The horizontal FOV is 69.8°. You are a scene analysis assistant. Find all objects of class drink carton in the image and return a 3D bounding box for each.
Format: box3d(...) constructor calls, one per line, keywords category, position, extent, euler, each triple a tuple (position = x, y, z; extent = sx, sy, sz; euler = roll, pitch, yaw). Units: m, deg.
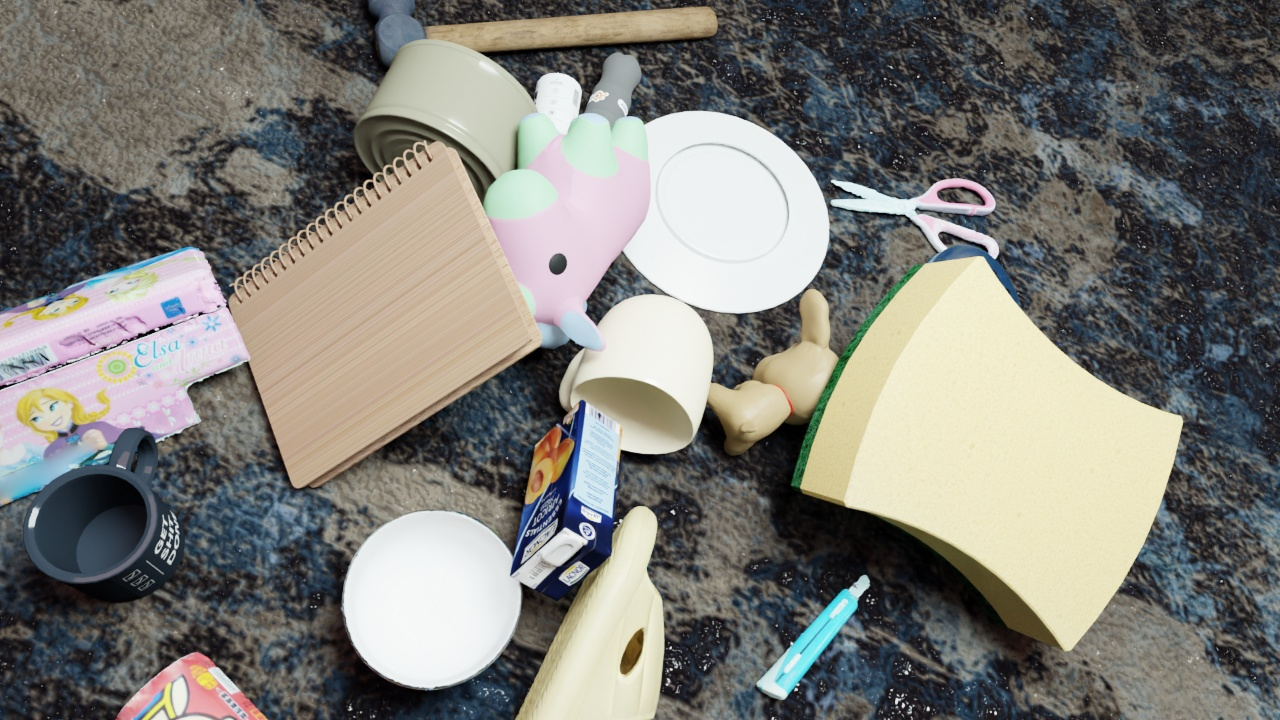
box3d(category="drink carton", position=(-0.049, 0.094, 0.628), extent=(0.040, 0.064, 0.129), euler=(33, 31, -20))

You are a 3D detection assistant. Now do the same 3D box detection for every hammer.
box3d(category="hammer", position=(-0.077, -0.298, 0.838), extent=(0.321, 0.040, 0.129), euler=(-11, 75, -19))

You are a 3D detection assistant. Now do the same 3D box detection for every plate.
box3d(category="plate", position=(0.073, -0.139, 0.816), extent=(0.208, 0.015, 0.208), euler=(5, 67, -12))

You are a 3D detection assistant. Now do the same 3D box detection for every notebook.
box3d(category="notebook", position=(-0.186, -0.033, 0.633), extent=(0.211, 0.022, 0.169), euler=(-31, 73, 18))

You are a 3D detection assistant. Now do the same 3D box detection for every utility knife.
box3d(category="utility knife", position=(0.133, 0.204, 0.687), extent=(0.022, 0.015, 0.124), euler=(29, 58, 33))

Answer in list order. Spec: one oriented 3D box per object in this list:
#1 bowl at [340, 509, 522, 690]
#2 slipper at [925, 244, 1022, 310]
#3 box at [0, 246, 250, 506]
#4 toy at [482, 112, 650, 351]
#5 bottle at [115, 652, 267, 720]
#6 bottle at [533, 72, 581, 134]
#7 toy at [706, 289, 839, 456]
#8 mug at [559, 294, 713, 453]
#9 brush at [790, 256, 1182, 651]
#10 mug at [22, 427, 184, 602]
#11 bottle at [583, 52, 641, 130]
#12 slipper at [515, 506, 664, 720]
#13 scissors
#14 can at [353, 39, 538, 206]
box3d(category="bowl", position=(-0.138, 0.160, 0.610), extent=(0.113, 0.063, 0.113), euler=(5, 67, -12))
box3d(category="slipper", position=(0.279, 0.015, 0.761), extent=(0.105, 0.095, 0.252), euler=(16, 69, -4))
box3d(category="box", position=(-0.394, 0.014, 0.629), extent=(0.230, 0.106, 0.086), euler=(-25, 32, -22))
box3d(category="toy", position=(-0.050, -0.100, 0.701), extent=(0.120, 0.221, 0.171), euler=(7, 105, 23))
box3d(category="bottle", position=(-0.244, 0.245, 0.550), extent=(0.137, 0.062, 0.061), euler=(42, 64, 7))
box3d(category="bottle", position=(-0.077, -0.189, 0.786), extent=(0.041, 0.041, 0.115), euler=(10, 66, -10))
box3d(category="toy", position=(0.109, 0.028, 0.710), extent=(0.108, 0.106, 0.134), euler=(-27, 98, -13))
box3d(category="mug", position=(-0.004, 0.004, 0.699), extent=(0.120, 0.096, 0.099), euler=(-4, 47, 28))
box3d(category="brush", position=(0.256, 0.068, 0.671), extent=(0.250, 0.075, 0.195), euler=(34, 81, -16))
box3d(category="mug", position=(-0.331, 0.095, 0.582), extent=(0.071, 0.078, 0.105), euler=(10, 65, -10))
box3d(category="bottle", position=(-0.029, -0.224, 0.815), extent=(0.036, 0.036, 0.109), euler=(20, 64, -5))
box3d(category="slipper", position=(-0.030, 0.219, 0.587), extent=(0.079, 0.111, 0.260), euler=(27, 68, 1))
box3d(category="scissors", position=(0.256, -0.129, 0.859), extent=(0.179, 0.016, 0.105), euler=(2, 67, -13))
box3d(category="can", position=(-0.150, -0.175, 0.714), extent=(0.128, 0.128, 0.073), euler=(23, 66, -4))
